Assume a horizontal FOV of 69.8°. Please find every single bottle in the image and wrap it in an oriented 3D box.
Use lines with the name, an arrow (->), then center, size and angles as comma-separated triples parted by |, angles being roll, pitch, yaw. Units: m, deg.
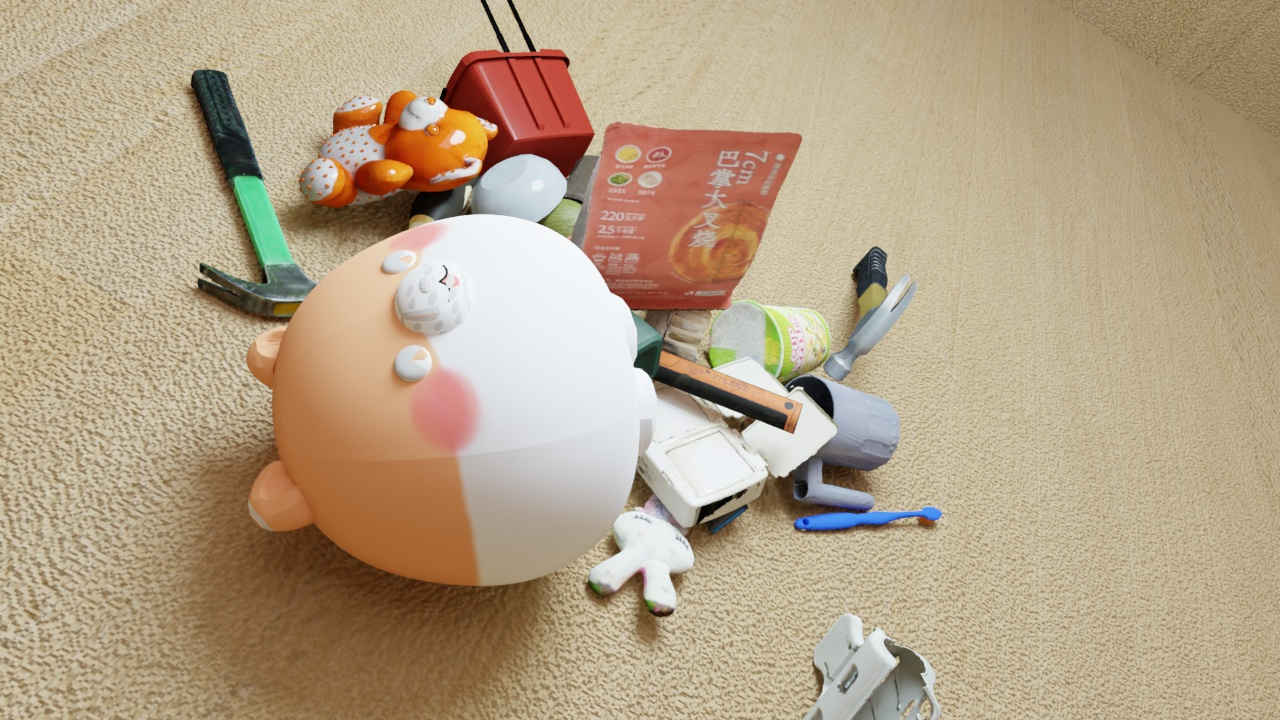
bottle -> -0.211, -0.139, 0.915 | 0.045, 0.046, 0.184 | 24, 44, -9
bottle -> -0.046, -0.029, 0.808 | 0.061, 0.061, 0.131 | -31, 58, -31

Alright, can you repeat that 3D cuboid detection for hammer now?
hammer -> -0.005, 0.005, 0.849 | 0.314, 0.035, 0.137 | 21, 44, 14
hammer -> -0.370, -0.165, 0.863 | 0.130, 0.032, 0.318 | -9, 56, -34
hammer -> 0.261, -0.078, 1.034 | 0.025, 0.118, 0.332 | 39, 23, -1

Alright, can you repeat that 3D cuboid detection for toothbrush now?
toothbrush -> 0.230, 0.160, 0.919 | 0.182, 0.018, 0.016 | 1, 52, -25

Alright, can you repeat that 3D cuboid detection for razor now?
razor -> 0.046, 0.096, 0.869 | 0.043, 0.022, 0.144 | -35, 63, -2

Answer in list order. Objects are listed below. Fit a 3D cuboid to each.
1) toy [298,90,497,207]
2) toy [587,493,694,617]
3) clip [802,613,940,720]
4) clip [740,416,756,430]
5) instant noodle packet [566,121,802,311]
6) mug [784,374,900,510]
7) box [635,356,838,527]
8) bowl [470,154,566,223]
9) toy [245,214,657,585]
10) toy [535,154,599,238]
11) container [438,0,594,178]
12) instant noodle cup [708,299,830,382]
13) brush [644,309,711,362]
toy -> -0.232, -0.206, 0.889 | 0.172, 0.093, 0.163 | -5, 41, 7
toy -> 0.008, 0.159, 0.777 | 0.079, 0.038, 0.122 | 21, 39, 3
clip -> 0.163, 0.259, 0.723 | 0.096, 0.126, 0.152 | 26, 20, -18
clip -> 0.129, 0.052, 0.938 | 0.024, 0.041, 0.060 | 43, 39, 14
instant noodle packet -> 0.030, -0.129, 0.804 | 0.164, 0.221, 0.083 | 0, 66, -12
mug -> 0.196, 0.085, 0.916 | 0.104, 0.084, 0.123 | 15, 70, -35
box -> 0.075, 0.061, 0.851 | 0.183, 0.050, 0.143 | -20, 53, -31
bowl -> -0.132, -0.178, 0.949 | 0.106, 0.039, 0.106 | -16, 41, 15
toy -> -0.133, 0.029, 0.658 | 0.280, 0.266, 0.262 | -8, 57, -13
toy -> -0.059, -0.159, 0.992 | 0.179, 0.078, 0.152 | 17, 44, 22
container -> -0.153, -0.307, 1.039 | 0.147, 0.127, 0.200 | -16, 71, -37
instant noodle cup -> 0.144, -0.018, 0.977 | 0.107, 0.099, 0.099 | -8, 56, -43
brush -> 0.051, -0.093, 0.993 | 0.056, 0.083, 0.270 | 23, 44, -9
